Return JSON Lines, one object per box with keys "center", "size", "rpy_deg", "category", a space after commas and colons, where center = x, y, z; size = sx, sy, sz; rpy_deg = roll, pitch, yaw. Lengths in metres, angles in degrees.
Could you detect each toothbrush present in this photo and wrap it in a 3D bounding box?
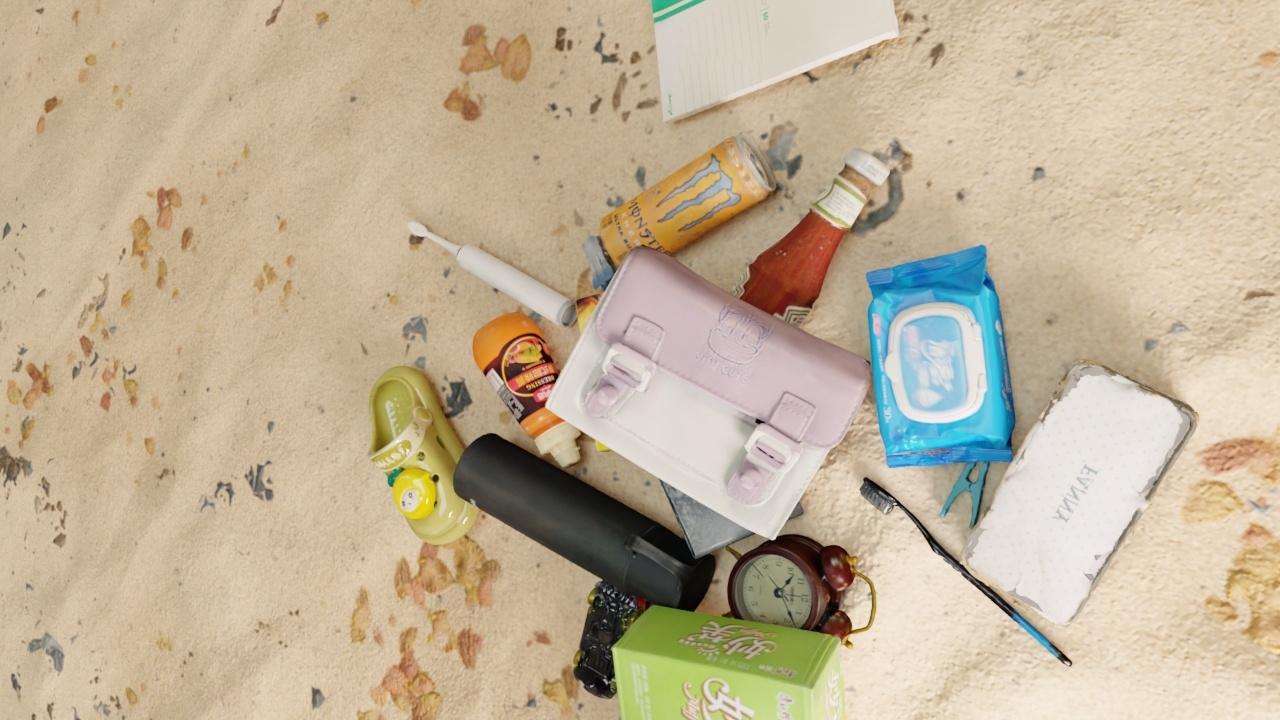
{"center": [0.234, 0.153, 0.672], "size": [0.189, 0.014, 0.016], "rpy_deg": [44, 108, 23], "category": "toothbrush"}
{"center": [-0.149, -0.090, 0.889], "size": [0.221, 0.026, 0.027], "rpy_deg": [30, 90, 27], "category": "toothbrush"}

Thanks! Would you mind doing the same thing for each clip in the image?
{"center": [0.240, 0.094, 0.672], "size": [0.039, 0.013, 0.056], "rpy_deg": [19, 95, 27], "category": "clip"}
{"center": [-0.036, -0.090, 0.832], "size": [0.027, 0.045, 0.058], "rpy_deg": [-31, 64, 26], "category": "clip"}

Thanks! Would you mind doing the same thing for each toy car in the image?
{"center": [-0.027, 0.242, 0.798], "size": [0.049, 0.031, 0.106], "rpy_deg": [21, 104, 28], "category": "toy car"}

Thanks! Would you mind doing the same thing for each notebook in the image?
{"center": [0.100, -0.299, 0.761], "size": [0.210, 0.012, 0.150], "rpy_deg": [-13, 77, 33], "category": "notebook"}

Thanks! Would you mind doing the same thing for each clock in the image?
{"center": [0.123, 0.179, 0.707], "size": [0.122, 0.055, 0.082], "rpy_deg": [3, 88, 31], "category": "clock"}

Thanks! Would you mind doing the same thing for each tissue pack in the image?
{"center": [0.216, -0.001, 0.669], "size": [0.095, 0.052, 0.157], "rpy_deg": [-8, 83, 28], "category": "tissue pack"}

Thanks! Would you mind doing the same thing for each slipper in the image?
{"center": [-0.229, 0.091, 0.892], "size": [0.092, 0.081, 0.190], "rpy_deg": [-36, 68, 25], "category": "slipper"}

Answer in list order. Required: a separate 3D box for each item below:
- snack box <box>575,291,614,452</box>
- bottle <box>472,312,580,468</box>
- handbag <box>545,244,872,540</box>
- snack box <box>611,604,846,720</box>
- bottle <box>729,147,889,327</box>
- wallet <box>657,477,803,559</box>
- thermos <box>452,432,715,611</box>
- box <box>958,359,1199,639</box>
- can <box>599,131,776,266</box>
{"center": [-0.005, 0.005, 0.801], "size": [0.087, 0.033, 0.140], "rpy_deg": [-13, 82, 28], "category": "snack box"}
{"center": [-0.097, 0.031, 0.837], "size": [0.067, 0.066, 0.149], "rpy_deg": [-34, 79, 22], "category": "bottle"}
{"center": [0.050, 0.020, 0.678], "size": [0.197, 0.098, 0.145], "rpy_deg": [29, 103, 6], "category": "handbag"}
{"center": [0.070, 0.302, 0.688], "size": [0.158, 0.069, 0.210], "rpy_deg": [2, 106, 29], "category": "snack box"}
{"center": [0.120, -0.073, 0.723], "size": [0.060, 0.059, 0.206], "rpy_deg": [41, 106, 24], "category": "bottle"}
{"center": [0.063, 0.087, 0.741], "size": [0.097, 0.019, 0.120], "rpy_deg": [-21, 74, -12], "category": "wallet"}
{"center": [-0.054, 0.134, 0.790], "size": [0.243, 0.090, 0.068], "rpy_deg": [23, 65, 28], "category": "thermos"}
{"center": [0.291, 0.095, 0.621], "size": [0.090, 0.059, 0.184], "rpy_deg": [34, 105, 27], "category": "box"}
{"center": [0.038, -0.130, 0.771], "size": [0.146, 0.058, 0.058], "rpy_deg": [-29, 74, 24], "category": "can"}
